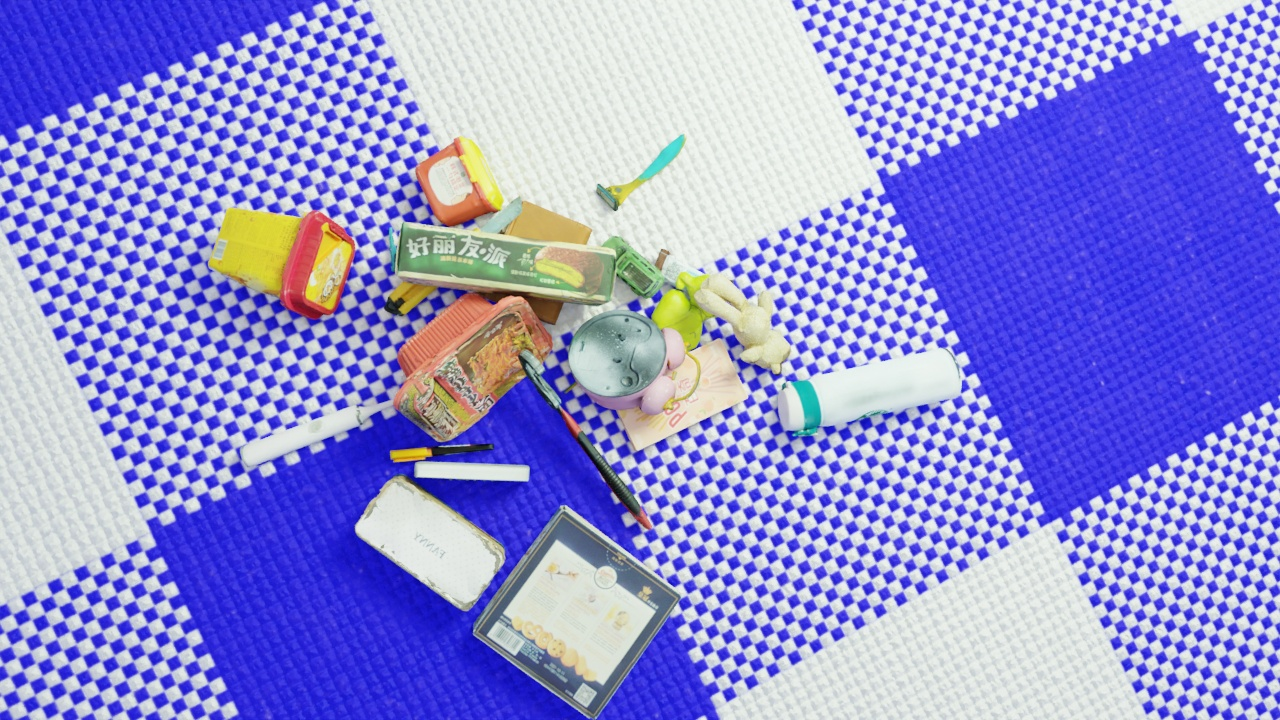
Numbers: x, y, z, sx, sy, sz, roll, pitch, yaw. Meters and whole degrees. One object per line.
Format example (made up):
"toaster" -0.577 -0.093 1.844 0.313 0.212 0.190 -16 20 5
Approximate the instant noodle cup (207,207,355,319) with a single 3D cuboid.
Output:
"instant noodle cup" -0.416 -0.119 1.063 0.124 0.116 0.116 15 84 6

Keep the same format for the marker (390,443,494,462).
"marker" -0.239 0.110 1.108 0.124 0.018 0.015 -5 86 -8

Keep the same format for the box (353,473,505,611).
"box" -0.251 0.209 1.081 0.184 0.060 0.089 38 82 -1

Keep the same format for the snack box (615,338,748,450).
"snack box" 0.047 0.043 1.142 0.157 0.026 0.084 -25 89 -8

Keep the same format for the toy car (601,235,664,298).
"toy car" -0.014 -0.116 1.133 0.091 0.036 0.043 41 102 10

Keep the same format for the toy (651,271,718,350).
"toy" 0.055 -0.060 1.138 0.100 0.031 0.097 -23 106 8

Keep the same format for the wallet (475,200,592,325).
"wallet" -0.132 -0.122 1.130 0.108 0.031 0.131 21 83 -7

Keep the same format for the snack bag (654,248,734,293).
"snack bag" 0.064 -0.100 1.153 0.104 0.026 0.048 23 99 -4

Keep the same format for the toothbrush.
"toothbrush" -0.363 0.075 1.092 0.221 0.026 0.026 -21 83 -7

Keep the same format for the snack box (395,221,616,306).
"snack box" -0.153 -0.107 1.051 0.240 0.114 0.063 6 90 -9

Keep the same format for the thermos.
"thermos" 0.283 0.041 1.150 0.224 0.073 0.073 -12 88 -7

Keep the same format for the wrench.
"wrench" -0.064 0.098 1.092 0.016 0.056 0.273 -39 108 -17

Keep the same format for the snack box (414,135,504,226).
"snack box" -0.219 -0.212 1.103 0.080 0.082 0.091 -25 88 2

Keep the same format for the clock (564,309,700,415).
"clock" -0.007 0.006 1.099 0.158 0.060 0.117 10 64 12

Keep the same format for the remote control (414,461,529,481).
"remote control" -0.200 0.133 1.093 0.135 0.056 0.019 3 86 -7

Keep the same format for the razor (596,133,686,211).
"razor" 0.007 -0.240 1.156 0.132 0.028 0.043 -40 60 -5

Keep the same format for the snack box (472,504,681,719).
"snack box" -0.075 0.300 1.101 0.178 0.046 0.182 37 83 -3

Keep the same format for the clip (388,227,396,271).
"clip" -0.296 -0.135 1.121 0.041 0.014 0.056 2 84 -6

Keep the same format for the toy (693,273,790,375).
"toy" 0.126 -0.044 1.118 0.157 0.066 0.105 41 48 -31

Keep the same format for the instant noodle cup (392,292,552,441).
"instant noodle cup" -0.199 -0.002 1.062 0.188 0.164 0.079 -41 68 -8

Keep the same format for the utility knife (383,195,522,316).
"utility knife" -0.225 -0.126 1.110 0.217 0.015 0.033 -39 86 2
